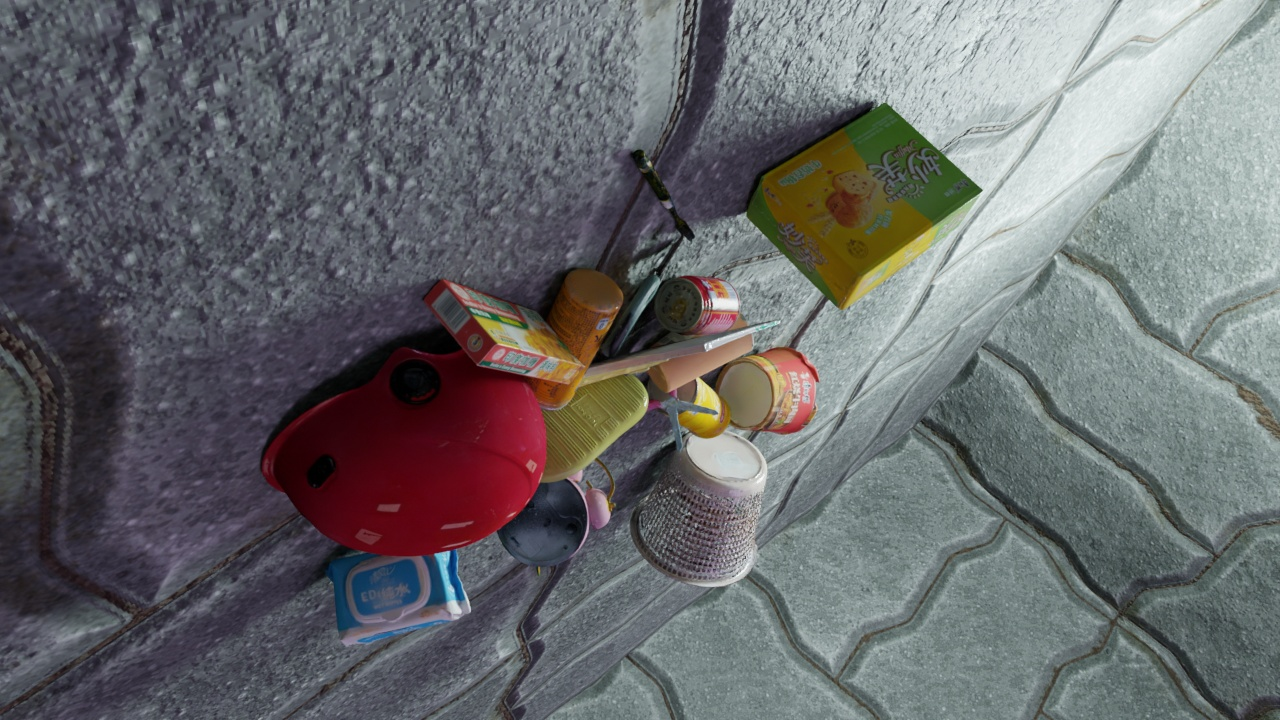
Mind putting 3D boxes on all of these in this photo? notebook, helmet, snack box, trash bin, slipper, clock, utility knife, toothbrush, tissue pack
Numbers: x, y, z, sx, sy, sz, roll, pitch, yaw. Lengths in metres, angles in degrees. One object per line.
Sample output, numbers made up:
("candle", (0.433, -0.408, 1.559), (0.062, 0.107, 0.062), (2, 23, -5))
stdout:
("notebook", (0.023, -0.010, 0.969), (0.210, 0.012, 0.150), (-12, -177, 39))
("helmet", (-0.180, 0.093, 0.791), (0.239, 0.144, 0.208), (-23, 154, -40))
("snack box", (-0.111, -0.020, 0.779), (0.027, 0.077, 0.155), (-47, 159, 11))
("trash bin", (0.113, 0.229, 1.525), (0.226, 0.227, 0.193), (-22, 139, -44))
("slipper", (-0.072, 0.081, 1.039), (0.190, 0.091, 0.082), (-33, 160, -33))
("clock", (-0.103, 0.183, 1.147), (0.158, 0.117, 0.060), (-42, 170, 4))
("utility knife", (-0.006, 0.006, 1.044), (0.212, 0.022, 0.031), (-20, -169, -24))
("snack box", (0.246, -0.174, 1.012), (0.209, 0.157, 0.070), (-34, 161, -23))
("toothbrush", (0.025, -0.150, 0.856), (0.012, 0.017, 0.186), (-41, 159, 3))
("tissue pack", (-0.251, 0.235, 0.951), (0.140, 0.090, 0.063), (-14, 163, -2))

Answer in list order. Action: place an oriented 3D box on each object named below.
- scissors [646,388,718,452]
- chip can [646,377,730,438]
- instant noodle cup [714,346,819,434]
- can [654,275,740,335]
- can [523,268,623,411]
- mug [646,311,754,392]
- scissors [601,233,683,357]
("scissors", (0.031, 0.052, 1.162), (0.135, 0.133, 0.017), (-10, -177, -2))
("chip can", (0.071, 0.059, 1.279), (0.072, 0.072, 0.213), (-44, 159, 3))
("instant noodle cup", (0.186, 0.049, 1.396), (0.108, 0.138, 0.138), (-3, 137, -47))
("can", (0.064, -0.062, 1.032), (0.067, 0.066, 0.093), (-52, 158, 22))
("can", (-0.069, -0.018, 0.886), (0.058, 0.058, 0.146), (-21, 151, -45))
("mug", (0.067, -0.016, 1.126), (0.122, 0.078, 0.078), (-31, 157, -17))
("scissors", (-0.007, -0.048, 0.918), (0.171, 0.019, 0.178), (-56, -179, 35))
